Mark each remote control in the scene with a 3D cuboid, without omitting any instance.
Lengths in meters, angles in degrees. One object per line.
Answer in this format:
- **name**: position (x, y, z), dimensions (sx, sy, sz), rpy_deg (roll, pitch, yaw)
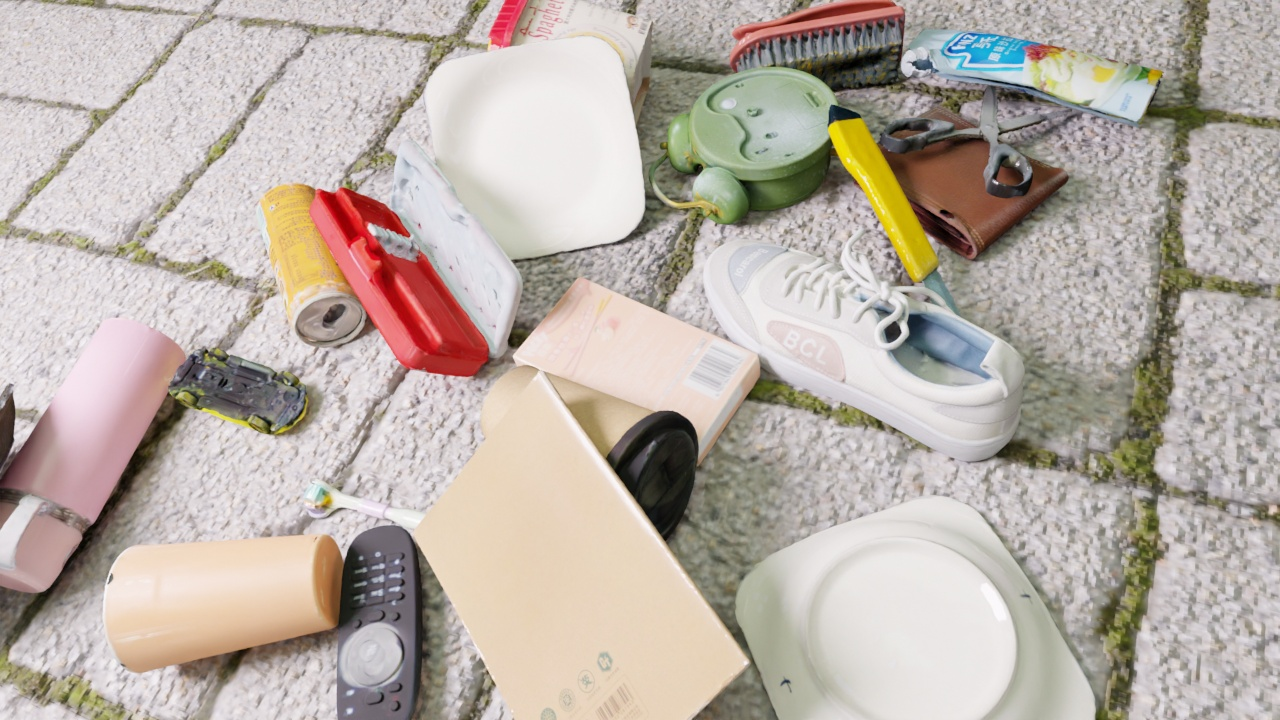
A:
- **remote control**: position (-0.159, 0.167, 0.565), dimensions (0.053, 0.024, 0.136), rpy_deg (-11, 55, 2)

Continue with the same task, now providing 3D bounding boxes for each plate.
- **plate**: position (-0.467, 0.101, 0.629), dimensions (0.180, 0.024, 0.179), rpy_deg (-35, 39, 34)
- **plate**: position (-0.082, -0.166, 0.735), dimensions (0.164, 0.034, 0.164), rpy_deg (-8, 98, 6)
- **plate**: position (0.146, 0.154, 0.504), dimensions (0.163, 0.034, 0.164), rpy_deg (-22, 53, -4)

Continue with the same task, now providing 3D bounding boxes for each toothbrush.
- **toothbrush**: position (-0.140, 0.110, 0.605), dimensions (0.190, 0.029, 0.020), rpy_deg (11, 18, 17)

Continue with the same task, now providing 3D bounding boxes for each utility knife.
- **utility knife**: position (0.184, -0.092, 0.650), dimensions (0.033, 0.015, 0.223), rpy_deg (-13, 69, -21)

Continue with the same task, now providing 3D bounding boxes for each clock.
- **clock**: position (0.084, -0.168, 0.729), dimensions (0.161, 0.056, 0.116), rpy_deg (-23, 53, -4)

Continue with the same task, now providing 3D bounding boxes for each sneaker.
- **sneaker**: position (0.135, -0.028, 0.599), dimensions (0.242, 0.091, 0.089), rpy_deg (33, 66, 30)

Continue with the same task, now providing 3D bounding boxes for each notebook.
- **notebook**: position (-0.046, 0.129, 0.518), dimensions (0.148, 0.008, 0.207), rpy_deg (-51, 58, 20)

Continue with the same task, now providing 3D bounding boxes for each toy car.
- **toy car**: position (-0.299, 0.026, 0.690), dimensions (0.105, 0.032, 0.048), rpy_deg (17, 60, 9)

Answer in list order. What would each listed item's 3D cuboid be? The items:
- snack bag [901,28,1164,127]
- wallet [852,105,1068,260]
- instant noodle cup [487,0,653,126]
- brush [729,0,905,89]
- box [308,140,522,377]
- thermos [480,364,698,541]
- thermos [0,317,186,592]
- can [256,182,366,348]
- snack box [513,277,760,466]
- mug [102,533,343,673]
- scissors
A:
- **snack bag**: position (0.306, -0.231, 0.728), dimensions (0.191, 0.039, 0.110), rpy_deg (23, 49, 24)
- **wallet**: position (0.239, -0.139, 0.693), dimensions (0.101, 0.032, 0.124), rpy_deg (-37, 57, -17)
- **instant noodle cup**: position (-0.058, -0.252, 0.791), dimensions (0.124, 0.117, 0.116), rpy_deg (11, 57, 5)
- **brush**: position (0.149, -0.269, 0.783), dimensions (0.146, 0.063, 0.069), rpy_deg (-6, 66, 10)
- **box**: position (-0.162, -0.087, 0.695), dimensions (0.101, 0.095, 0.201), rpy_deg (-53, 56, 19)
- **thermos**: position (-0.033, 0.057, 0.581), dimensions (0.143, 0.093, 0.092), rpy_deg (25, 63, 34)
- **thermos**: position (-0.401, 0.061, 0.654), dimensions (0.067, 0.087, 0.198), rpy_deg (26, 55, -16)
- **can**: position (-0.266, -0.079, 0.740), dimensions (0.058, 0.058, 0.146), rpy_deg (-26, 54, -7)
- **snack box**: position (-0.004, 0.004, 0.645), dimensions (0.157, 0.026, 0.084), rpy_deg (25, 64, 26)
- **mug**: position (-0.252, 0.146, 0.572), dimensions (0.123, 0.078, 0.078), rpy_deg (-8, 54, 0)
- **scissors**: position (0.258, -0.173, 0.693), dimensions (0.159, 0.014, 0.180), rpy_deg (6, 42, 1)
